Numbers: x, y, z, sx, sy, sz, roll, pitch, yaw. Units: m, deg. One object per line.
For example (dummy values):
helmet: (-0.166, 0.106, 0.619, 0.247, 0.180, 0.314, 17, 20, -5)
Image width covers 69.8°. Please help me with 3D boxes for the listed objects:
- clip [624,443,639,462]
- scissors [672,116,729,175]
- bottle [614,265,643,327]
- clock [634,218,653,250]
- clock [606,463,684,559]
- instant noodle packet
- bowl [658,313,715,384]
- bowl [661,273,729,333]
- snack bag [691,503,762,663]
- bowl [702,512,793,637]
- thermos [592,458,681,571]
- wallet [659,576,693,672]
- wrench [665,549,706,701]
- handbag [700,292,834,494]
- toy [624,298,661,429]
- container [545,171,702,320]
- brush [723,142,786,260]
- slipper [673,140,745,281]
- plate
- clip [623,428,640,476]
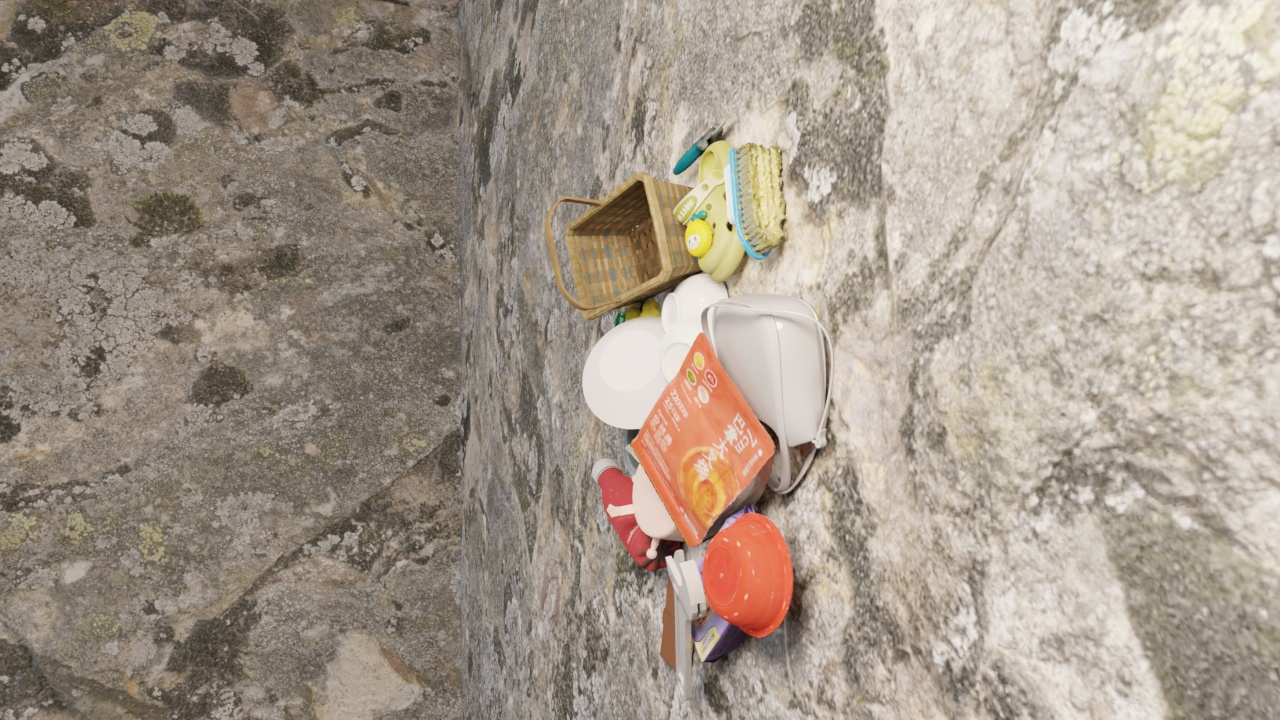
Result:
clip: (0.026, 0.148, 1.339, 0.102, 0.053, 0.058, 43, 145, 39)
scissors: (0.085, -0.293, 1.239, 0.131, 0.019, 0.149, -44, 8, 24)
bottle: (-0.018, -0.099, 1.484, 0.043, 0.043, 0.111, -155, 69, -68)
clock: (0.007, -0.222, 1.426, 0.087, 0.044, 0.124, 160, 110, -68)
clock: (0.037, 0.170, 1.220, 0.161, 0.086, 0.131, -40, 46, 34)
instant noodle packet: (0.076, 0.091, 1.055, 0.164, 0.083, 0.221, 60, 153, 27)
bowl: (0.068, 0.001, 1.142, 0.114, 0.063, 0.113, 10, 107, 37)
bowl: (0.067, -0.060, 1.222, 0.118, 0.062, 0.118, -178, 90, -70)
snack bag: (0.112, 0.265, 1.075, 0.206, 0.058, 0.096, 116, 146, -40)
bowl: (0.104, 0.228, 0.976, 0.131, 0.045, 0.130, -15, 73, 60)
thermos: (-0.017, 0.220, 1.379, 0.240, 0.073, 0.073, -133, 48, -56)
wallet: (0.054, 0.373, 1.279, 0.087, 0.013, 0.121, -157, 70, -64)
wrench: (0.055, 0.330, 1.100, 0.086, 0.018, 0.274, -120, 22, -51)
handbag: (0.140, 0.042, 0.994, 0.216, 0.095, 0.223, -158, 60, -70)
toy: (0.005, 0.015, 1.343, 0.134, 0.092, 0.207, -22, 58, 52)
container: (-0.038, -0.152, 1.272, 0.251, 0.186, 0.157, -22, 79, 59)
brush: (0.130, -0.180, 1.071, 0.075, 0.055, 0.135, 150, 120, -61)
slipper: (0.087, -0.195, 1.162, 0.092, 0.081, 0.190, 138, 133, -60)
plate: (-0.008, 0.008, 1.276, 0.036, 0.174, 0.173, 51, -155, -57)
clip: (-0.012, 0.118, 1.435, 0.107, 0.027, 0.163, -41, 49, 46)
